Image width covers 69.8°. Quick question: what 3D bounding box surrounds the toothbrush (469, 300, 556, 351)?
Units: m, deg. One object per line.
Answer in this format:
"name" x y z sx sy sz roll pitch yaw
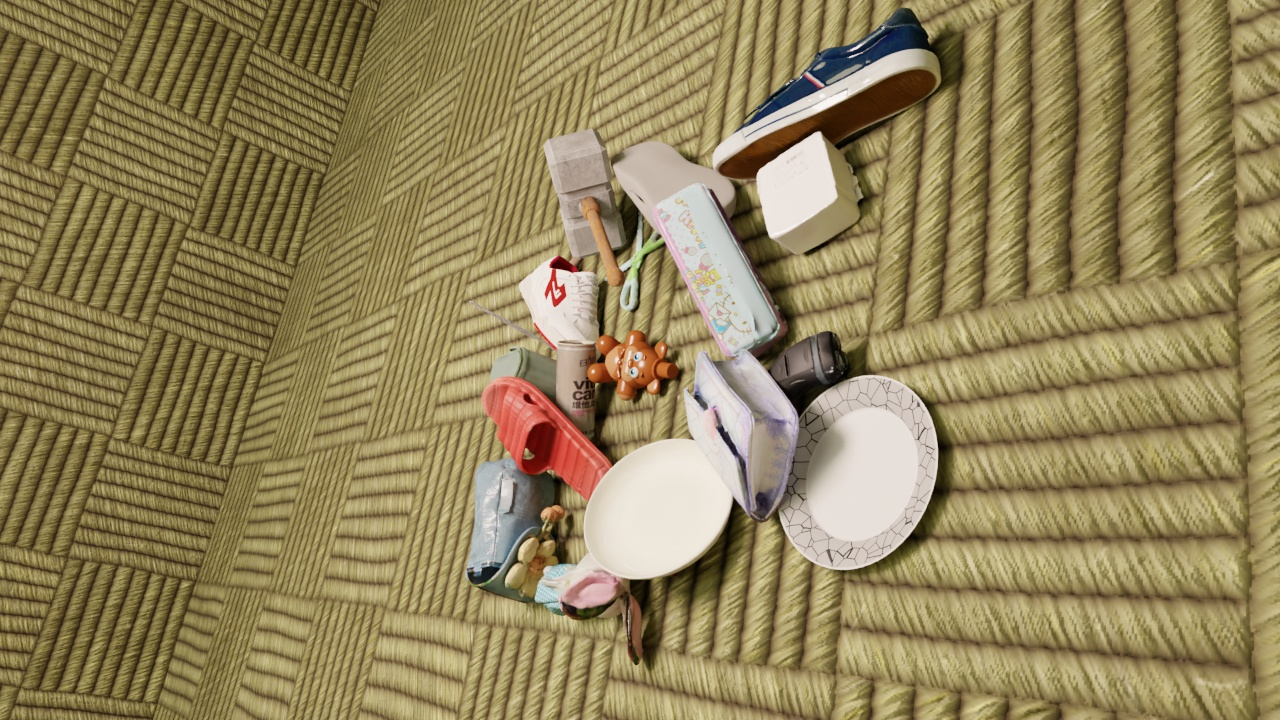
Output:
"toothbrush" -0.178 -0.050 1.353 0.010 0.181 0.010 -26 48 38

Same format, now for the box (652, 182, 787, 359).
"box" 0.092 -0.104 1.058 0.078 0.065 0.214 -34 70 22

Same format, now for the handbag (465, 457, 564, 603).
"handbag" -0.161 0.226 1.237 0.119 0.121 0.191 -14 57 31

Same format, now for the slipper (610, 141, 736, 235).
"slipper" 0.044 -0.217 1.242 0.112 0.081 0.266 -25 39 -16

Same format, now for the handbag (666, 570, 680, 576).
"handbag" 0.008 0.226 1.078 0.120 0.029 0.055 -18 55 55

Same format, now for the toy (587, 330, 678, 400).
"toy" -0.007 0.007 1.192 0.128 0.065 0.095 9 88 50

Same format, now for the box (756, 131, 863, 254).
"box" 0.201 -0.182 1.040 0.103 0.091 0.107 -29 53 33

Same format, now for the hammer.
"hammer" -0.058 -0.179 1.241 0.083 0.163 0.317 -15 35 -3

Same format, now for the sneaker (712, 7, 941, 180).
"sneaker" 0.199 -0.307 1.054 0.295 0.120 0.127 -25 64 42

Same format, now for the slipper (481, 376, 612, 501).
"slipper" -0.134 0.108 1.210 0.249 0.059 0.104 35 131 28

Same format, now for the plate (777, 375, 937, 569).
"plate" 0.206 0.106 0.877 0.189 0.016 0.188 -31 47 41

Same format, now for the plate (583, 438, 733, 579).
"plate" 0.024 0.171 1.032 0.183 0.034 0.182 -18 42 17

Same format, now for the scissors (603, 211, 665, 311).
"scissors" -0.005 -0.147 1.321 0.172 0.021 0.172 -32 48 47

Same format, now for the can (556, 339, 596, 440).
"can" -0.088 0.041 1.251 0.054 0.054 0.136 15 105 56

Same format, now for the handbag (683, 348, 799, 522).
"handbag" 0.099 0.074 0.959 0.158 0.069 0.127 -122 33 -55

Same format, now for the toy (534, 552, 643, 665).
"toy" -0.055 0.270 1.093 0.105 0.131 0.206 -52 18 -17

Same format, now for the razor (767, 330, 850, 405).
"razor" 0.165 0.021 0.962 0.141 0.063 0.053 133 144 -51

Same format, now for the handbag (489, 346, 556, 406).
"handbag" -0.147 0.032 1.318 0.106 0.121 0.067 -29 47 47

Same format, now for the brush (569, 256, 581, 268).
"brush" -0.116 -0.141 1.472 0.151 0.012 0.039 -55 35 17

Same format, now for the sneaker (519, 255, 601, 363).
"sneaker" -0.099 -0.082 1.361 0.104 0.090 0.236 -46 37 11
